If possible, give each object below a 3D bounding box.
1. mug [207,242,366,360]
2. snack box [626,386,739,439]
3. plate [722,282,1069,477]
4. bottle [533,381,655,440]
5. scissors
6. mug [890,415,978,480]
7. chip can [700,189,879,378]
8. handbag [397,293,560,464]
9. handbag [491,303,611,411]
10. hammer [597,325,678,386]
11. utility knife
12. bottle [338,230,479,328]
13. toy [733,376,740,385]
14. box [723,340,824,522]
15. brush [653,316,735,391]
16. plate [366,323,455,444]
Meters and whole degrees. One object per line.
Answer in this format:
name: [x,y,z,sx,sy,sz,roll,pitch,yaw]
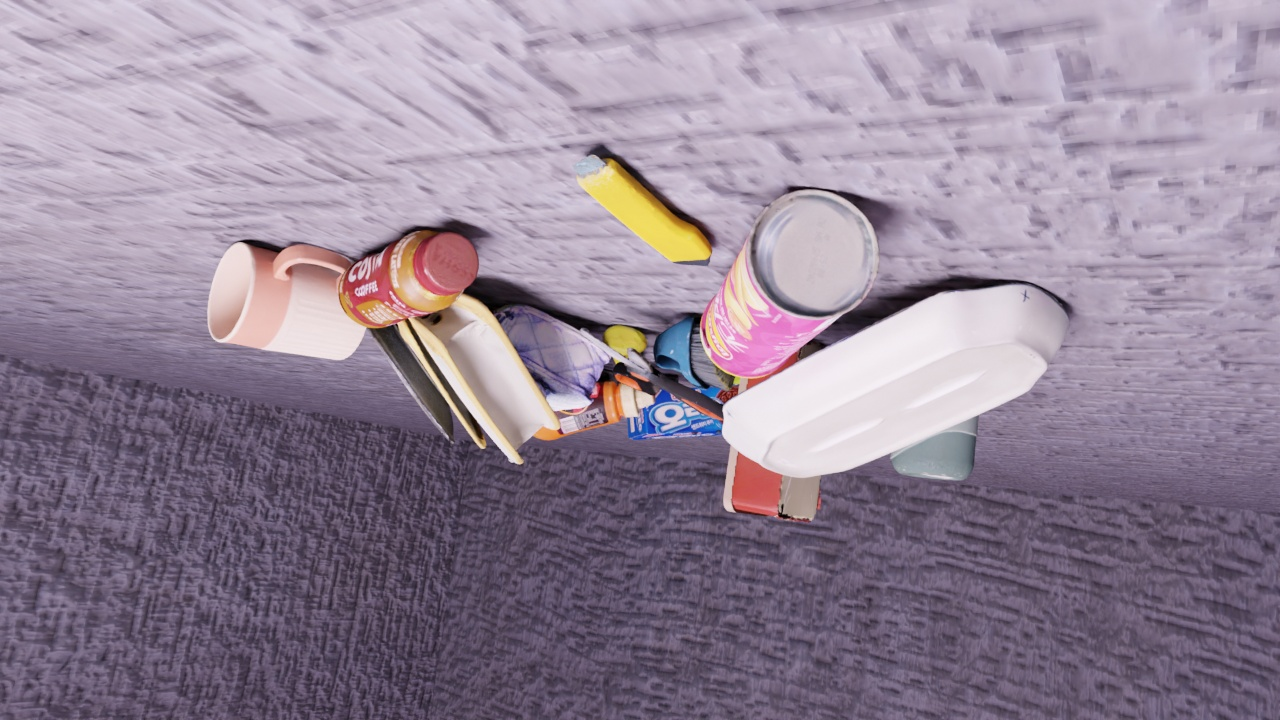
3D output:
mug: [-0.285,-0.055,0.766,0.105,0.081,0.115,13,140,-44]
snack box: [0.088,0.064,1.122,0.207,0.058,0.057,-1,170,-21]
plate: [0.183,0.029,0.678,0.266,0.034,0.162,-30,143,32]
bottle: [-0.056,0.051,1.056,0.149,0.066,0.067,-9,169,8]
scissors: [0.018,0.014,0.837,0.198,0.021,0.227,24,173,-9]
mug: [0.291,0.066,0.951,0.112,0.106,0.082,0,170,42]
chip can: [0.084,-0.039,0.569,0.071,0.071,0.211,7,170,-1]
handbag: [-0.168,0.003,0.822,0.179,0.063,0.163,25,150,44]
handbag: [-0.123,0.003,0.935,0.134,0.075,0.194,30,162,-19]
hammer: [-0.018,0.005,1.048,0.126,0.032,0.323,6,171,3]
utility knife: [0.005,-0.084,0.521,0.033,0.015,0.167,-3,166,23]
bottle: [-0.171,-0.060,0.673,0.057,0.057,0.175,13,169,-32]
toy: [0.084,0.005,0.971,0.096,0.031,0.100,8,167,-8]
box: [0.142,0.066,0.866,0.077,0.168,0.091,4,171,37]
brush: [0.049,-0.005,0.849,0.073,0.055,0.144,4,171,15]
plate: [-0.222,0.000,0.879,0.024,0.179,0.179,-35,177,-10]
